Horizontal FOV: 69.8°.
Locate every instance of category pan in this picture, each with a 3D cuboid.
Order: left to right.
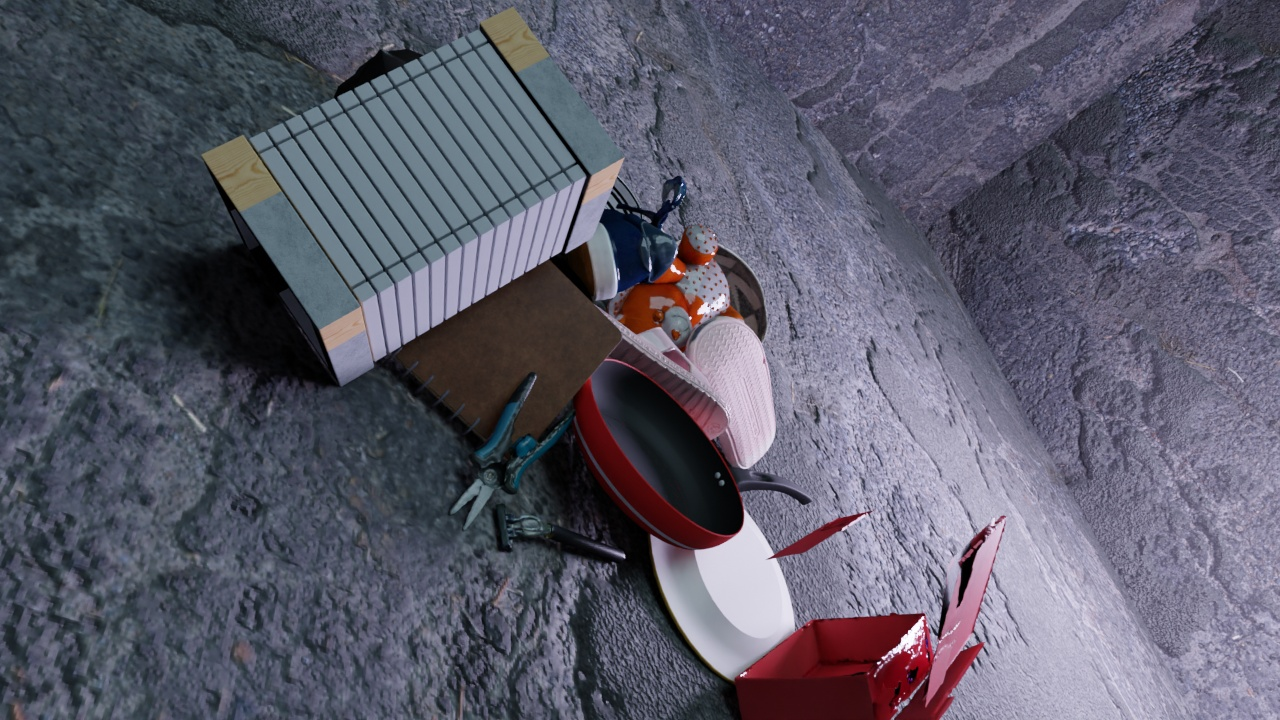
[{"bbox_3d":[0.063,0.113,0.927,0.356,0.067,0.208,29,26,-45],"label":"pan"}]

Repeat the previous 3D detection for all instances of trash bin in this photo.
[{"bbox_3d":[-0.163,-0.121,0.697,0.246,0.143,0.142,-34,83,-19],"label":"trash bin"}]

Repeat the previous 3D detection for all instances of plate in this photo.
[{"bbox_3d":[0.092,0.218,0.936,0.229,0.021,0.229,36,35,-31],"label":"plate"}]

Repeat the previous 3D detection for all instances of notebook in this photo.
[{"bbox_3d":[-0.145,-0.039,0.795,0.225,0.024,0.167,45,69,-13],"label":"notebook"}]

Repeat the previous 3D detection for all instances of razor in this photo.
[{"bbox_3d":[-0.063,0.154,0.791,0.144,0.022,0.042,26,37,-42],"label":"razor"}]

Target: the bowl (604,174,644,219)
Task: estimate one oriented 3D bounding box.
[{"bbox_3d":[-0.060,-0.202,1.207,0.120,0.066,0.120,38,29,-26],"label":"bowl"}]

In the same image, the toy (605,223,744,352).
[{"bbox_3d":[0.042,-0.058,1.073,0.172,0.093,0.164,-37,121,-29],"label":"toy"}]

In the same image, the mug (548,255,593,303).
[{"bbox_3d":[-0.095,-0.038,0.906,0.121,0.095,0.085,28,34,-39],"label":"mug"}]

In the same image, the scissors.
[{"bbox_3d":[-0.104,0.072,0.764,0.148,0.019,0.123,-9,79,-35],"label":"scissors"}]

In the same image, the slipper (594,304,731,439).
[{"bbox_3d":[-0.006,0.006,0.998,0.239,0.094,0.064,37,33,-15],"label":"slipper"}]

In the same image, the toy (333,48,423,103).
[{"bbox_3d":[-0.239,-0.259,0.913,0.184,0.159,0.140,-110,-167,-55],"label":"toy"}]

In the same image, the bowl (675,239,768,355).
[{"bbox_3d":[0.074,-0.062,1.198,0.178,0.081,0.178,8,70,-25],"label":"bowl"}]

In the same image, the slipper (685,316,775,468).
[{"bbox_3d":[0.108,0.039,1.089,0.056,0.106,0.222,24,-33,45],"label":"slipper"}]

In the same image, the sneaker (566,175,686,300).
[{"bbox_3d":[-0.020,-0.138,1.019,0.294,0.127,0.121,-135,-146,-71],"label":"sneaker"}]

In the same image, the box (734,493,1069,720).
[{"bbox_3d":[0.257,0.257,0.841,0.210,0.319,0.121,-4,59,-58],"label":"box"}]
